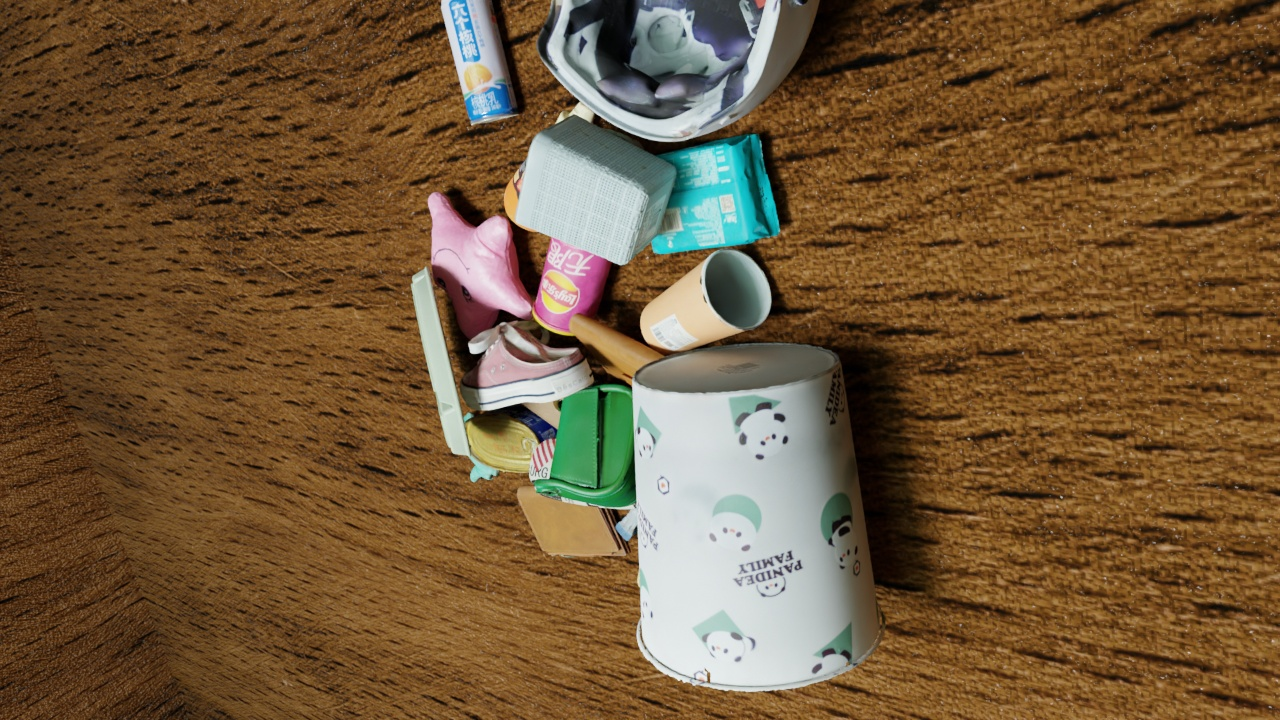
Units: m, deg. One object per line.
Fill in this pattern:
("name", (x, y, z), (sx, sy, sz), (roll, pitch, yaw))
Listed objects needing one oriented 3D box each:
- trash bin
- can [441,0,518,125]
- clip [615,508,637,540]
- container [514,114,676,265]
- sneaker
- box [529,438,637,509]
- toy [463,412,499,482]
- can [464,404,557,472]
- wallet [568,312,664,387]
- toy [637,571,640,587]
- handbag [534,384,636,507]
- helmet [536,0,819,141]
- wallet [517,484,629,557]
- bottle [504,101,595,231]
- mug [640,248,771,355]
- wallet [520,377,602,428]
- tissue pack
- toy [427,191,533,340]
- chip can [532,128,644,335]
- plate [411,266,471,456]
("trash bin", (0.096, 0.125, 0.829), (0.230, 0.228, 0.252), (4, 107, 41))
("can", (-0.170, -0.321, 0.967), (0.053, 0.053, 0.134), (0, 109, 42))
("clip", (-0.008, 0.189, 1.084), (0.026, 0.038, 0.058), (50, 132, 16))
("container", (-0.037, -0.150, 0.819), (0.111, 0.089, 0.090), (27, 126, 11))
("sneaker", (-0.136, 0.000, 1.005), (0.242, 0.118, 0.088), (-7, 106, 57))
("box", (-0.057, 0.125, 1.038), (0.164, 0.075, 0.082), (6, 128, 30))
("toy", (-0.222, 0.125, 1.239), (0.092, 0.030, 0.097), (53, 140, 12))
("can", (-0.160, 0.097, 1.155), (0.148, 0.049, 0.075), (1, 110, 42))
("wallet", (-0.006, 0.006, 0.953), (0.132, 0.031, 0.108), (29, 166, 36))
("toy", (0.037, 0.197, 1.015), (0.105, 0.066, 0.157), (46, 127, 40))
("handbag", (-0.048, 0.090, 0.987), (0.120, 0.068, 0.131), (2, 68, 21))
("helmet", (0.050, -0.304, 0.715), (0.229, 0.145, 0.259), (27, 117, 29))
("wallet", (-0.084, 0.206, 1.142), (0.131, 0.035, 0.119), (-8, 116, 39))
("bottle", (-0.087, -0.203, 0.947), (0.067, 0.066, 0.150), (47, 126, 15))
("mug", (0.056, -0.048, 0.876), (0.123, 0.078, 0.078), (-28, 90, 53))
("wallet", (-0.098, 0.038, 1.086), (0.115, 0.033, 0.090), (30, 124, 30))
("tissue pack", (0.061, -0.151, 0.842), (0.134, 0.050, 0.093), (-1, 108, 42))
("toy", (-0.188, -0.095, 1.071), (0.195, 0.074, 0.179), (26, 126, 39))
("chip can", (-0.056, -0.128, 0.942), (0.071, 0.071, 0.211), (37, 130, 23))
("plate", (-0.236, 0.004, 1.081), (0.230, 0.027, 0.230), (167, 91, -78))
